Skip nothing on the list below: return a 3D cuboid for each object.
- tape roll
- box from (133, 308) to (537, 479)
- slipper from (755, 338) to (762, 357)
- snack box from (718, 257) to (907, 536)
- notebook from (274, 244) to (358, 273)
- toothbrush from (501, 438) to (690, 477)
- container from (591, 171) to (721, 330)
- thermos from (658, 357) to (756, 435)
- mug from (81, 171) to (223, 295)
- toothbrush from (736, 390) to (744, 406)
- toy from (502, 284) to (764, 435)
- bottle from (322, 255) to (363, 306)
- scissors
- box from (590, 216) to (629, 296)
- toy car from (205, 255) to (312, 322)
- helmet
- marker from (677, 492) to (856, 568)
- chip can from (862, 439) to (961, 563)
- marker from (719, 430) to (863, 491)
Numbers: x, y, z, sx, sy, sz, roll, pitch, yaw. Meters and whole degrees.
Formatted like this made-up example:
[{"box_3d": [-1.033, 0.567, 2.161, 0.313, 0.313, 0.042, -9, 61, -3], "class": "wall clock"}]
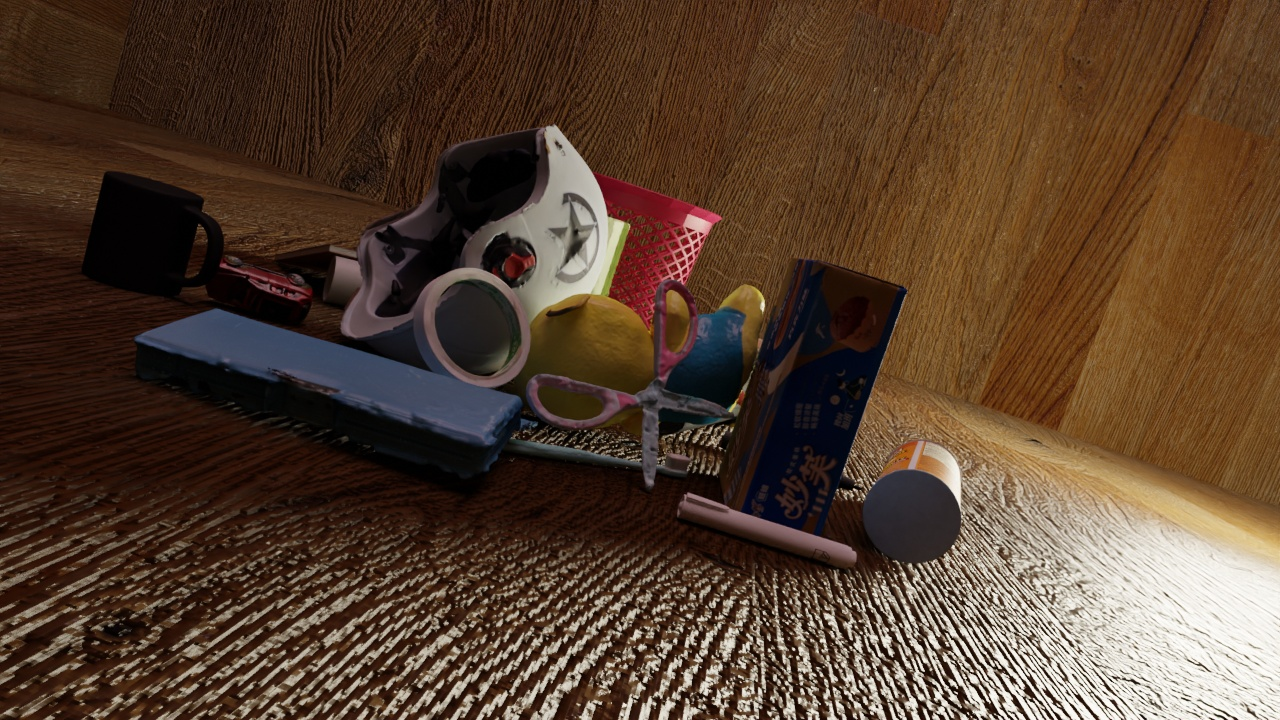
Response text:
[{"box_3d": [-0.126, -0.023, 0.694, 0.093, 0.093, 0.018, 11, -19, -42], "class": "tape roll"}, {"box_3d": [-0.192, 0.013, 0.632, 0.231, 0.048, 0.176, 16, 7, 3], "class": "box"}, {"box_3d": [0.106, 0.010, 1.134, 0.273, 0.114, 0.053, 11, 44, 41], "class": "slipper"}, {"box_3d": [0.127, 0.025, 0.724, 0.069, 0.203, 0.155, 18, 8, 0], "class": "snack box"}, {"box_3d": [-0.342, -0.113, 1.110, 0.141, 0.008, 0.209, 13, -5, -37], "class": "notebook"}, {"box_3d": [-0.034, 0.073, 0.710, 0.180, 0.016, 0.016, 11, 13, -34], "class": "toothbrush"}, {"box_3d": [-0.025, -0.095, 1.116, 0.183, 0.226, 0.183, 18, 8, -3], "class": "container"}, {"box_3d": [0.064, 0.031, 0.977, 0.098, 0.098, 0.220, 21, 12, 21], "class": "thermos"}, {"box_3d": [-0.414, -0.105, 0.793, 0.113, 0.088, 0.078, 20, 8, 9], "class": "mug"}, {"box_3d": [0.121, 0.059, 0.911, 0.190, 0.016, 0.017, 39, -37, -18], "class": "toothbrush"}, {"box_3d": [-0.005, 0.005, 0.780, 0.213, 0.149, 0.084, 3, 36, -18], "class": "toy"}, {"box_3d": [-0.254, -0.068, 1.040, 0.195, 0.052, 0.052, 14, 9, -27], "class": "bottle"}, {"box_3d": [-0.003, 0.014, 0.702, 0.172, 0.170, 0.013, 10, -16, -22], "class": "scissors"}, {"box_3d": [-0.074, -0.065, 0.953, 0.077, 0.188, 0.090, 20, 9, 8], "class": "box"}, {"box_3d": [-0.345, -0.062, 0.831, 0.091, 0.042, 0.036, 20, 26, -24], "class": "toy car"}, {"box_3d": [-0.138, -0.083, 0.846, 0.237, 0.263, 0.163, 3, -36, 49], "class": "helmet"}, {"box_3d": [0.091, 0.121, 0.649, 0.133, 0.020, 0.017, 18, 29, -5], "class": "marker"}, {"box_3d": [0.247, 0.119, 0.819, 0.075, 0.075, 0.214, 21, 8, 17], "class": "chip can"}, {"box_3d": [0.151, 0.103, 0.915, 0.145, 0.019, 0.019, 19, 8, 7], "class": "marker"}]
